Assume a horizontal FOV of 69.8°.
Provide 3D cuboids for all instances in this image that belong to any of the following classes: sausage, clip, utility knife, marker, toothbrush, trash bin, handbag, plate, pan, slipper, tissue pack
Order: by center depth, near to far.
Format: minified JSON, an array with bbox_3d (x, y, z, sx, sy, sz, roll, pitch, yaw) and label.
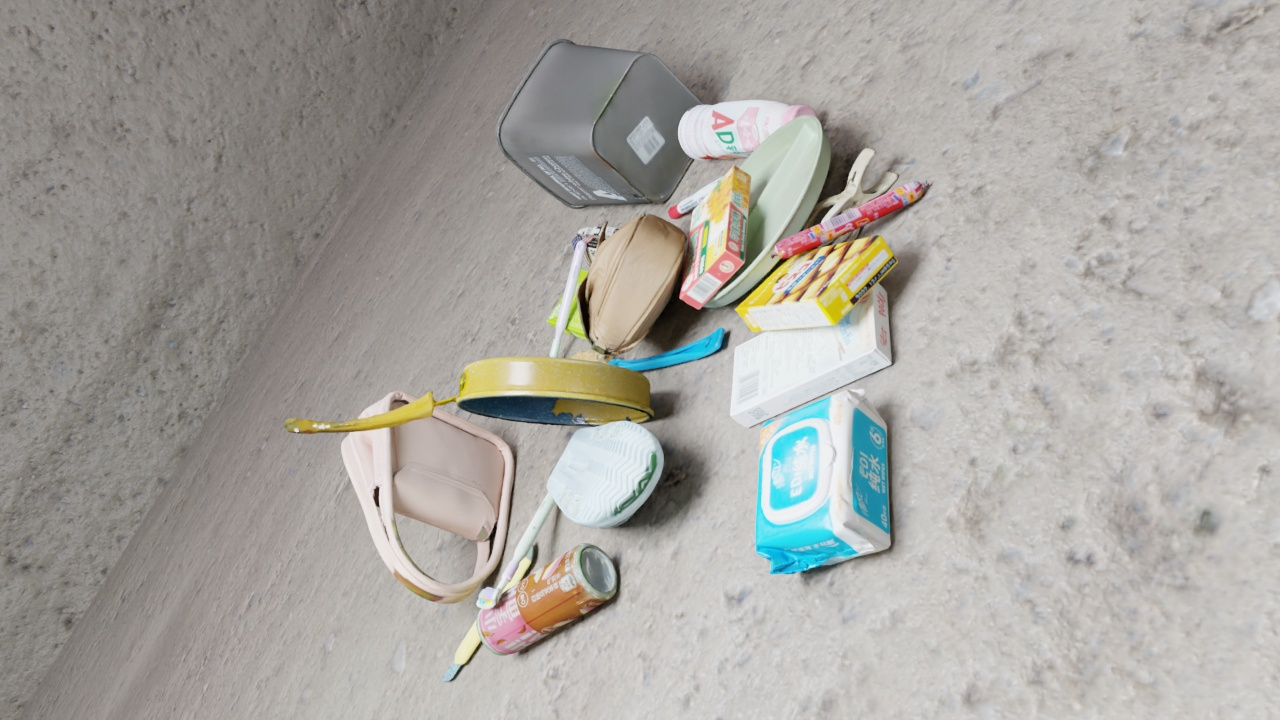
[{"bbox_3d":[0.135,0.091,0.697,0.090,0.063,0.139,-27,40,39],"label":"tissue pack"},{"bbox_3d":[0.191,-0.128,0.841,0.156,0.020,0.020,-24,37,9],"label":"sausage"},{"bbox_3d":[0.206,-0.144,0.881,0.103,0.076,0.034,-44,29,-3],"label":"clip"},{"bbox_3d":[-0.032,0.118,0.903,0.104,0.074,0.246,-62,15,-11],"label":"slipper"},{"bbox_3d":[-0.164,0.046,0.914,0.198,0.357,0.078,132,142,-74],"label":"pan"},{"bbox_3d":[-0.118,0.183,0.945,0.029,0.020,0.189,-30,16,32],"label":"toothbrush"},{"bbox_3d":[0.120,-0.151,0.961,0.231,0.027,0.229,-51,21,27],"label":"plate"},{"bbox_3d":[-0.163,0.270,0.982,0.176,0.019,0.031,-52,26,-4],"label":"utility knife"},{"bbox_3d":[-0.012,-0.090,1.001,0.148,0.100,0.204,-62,2,11],"label":"handbag"},{"bbox_3d":[-0.233,0.164,1.036,0.094,0.193,0.233,-42,42,24],"label":"handbag"},{"bbox_3d":[0.069,-0.193,1.091,0.017,0.017,0.145,-63,17,-16],"label":"marker"},{"bbox_3d":[-0.098,-0.060,1.161,0.021,0.029,0.189,3,-78,-83],"label":"toothbrush"},{"bbox_3d":[-0.045,-0.315,1.252,0.220,0.199,0.198,24,81,53],"label":"trash bin"}]

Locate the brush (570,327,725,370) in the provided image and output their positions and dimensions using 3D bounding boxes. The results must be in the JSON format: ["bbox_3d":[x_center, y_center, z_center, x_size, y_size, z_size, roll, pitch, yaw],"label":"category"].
[{"bbox_3d":[-0.006,0.006,1.016,0.255,0.046,0.083,-17,43,41],"label":"brush"}]

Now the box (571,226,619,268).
[{"bbox_3d":[-0.041,-0.132,1.170,0.164,0.075,0.076,22,83,57],"label":"box"}]

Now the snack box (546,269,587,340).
[{"bbox_3d":[-0.059,-0.069,1.170,0.085,0.026,0.156,-59,31,-8],"label":"snack box"}]

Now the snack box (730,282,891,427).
[{"bbox_3d":[0.148,-0.005,0.814,0.157,0.027,0.084,-28,38,37],"label":"snack box"}]

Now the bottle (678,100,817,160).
[{"bbox_3d":[0.125,-0.274,1.082,0.197,0.068,0.068,14,71,55],"label":"bottle"}]

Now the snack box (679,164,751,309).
[{"bbox_3d":[0.079,-0.129,0.944,0.077,0.027,0.155,-46,22,39],"label":"snack box"}]

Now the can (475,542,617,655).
[{"bbox_3d":[-0.091,0.230,0.880,0.148,0.058,0.057,-36,34,28],"label":"can"}]

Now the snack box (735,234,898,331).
[{"bbox_3d":[0.153,-0.066,0.816,0.086,0.034,0.141,-43,13,-16],"label":"snack box"}]
